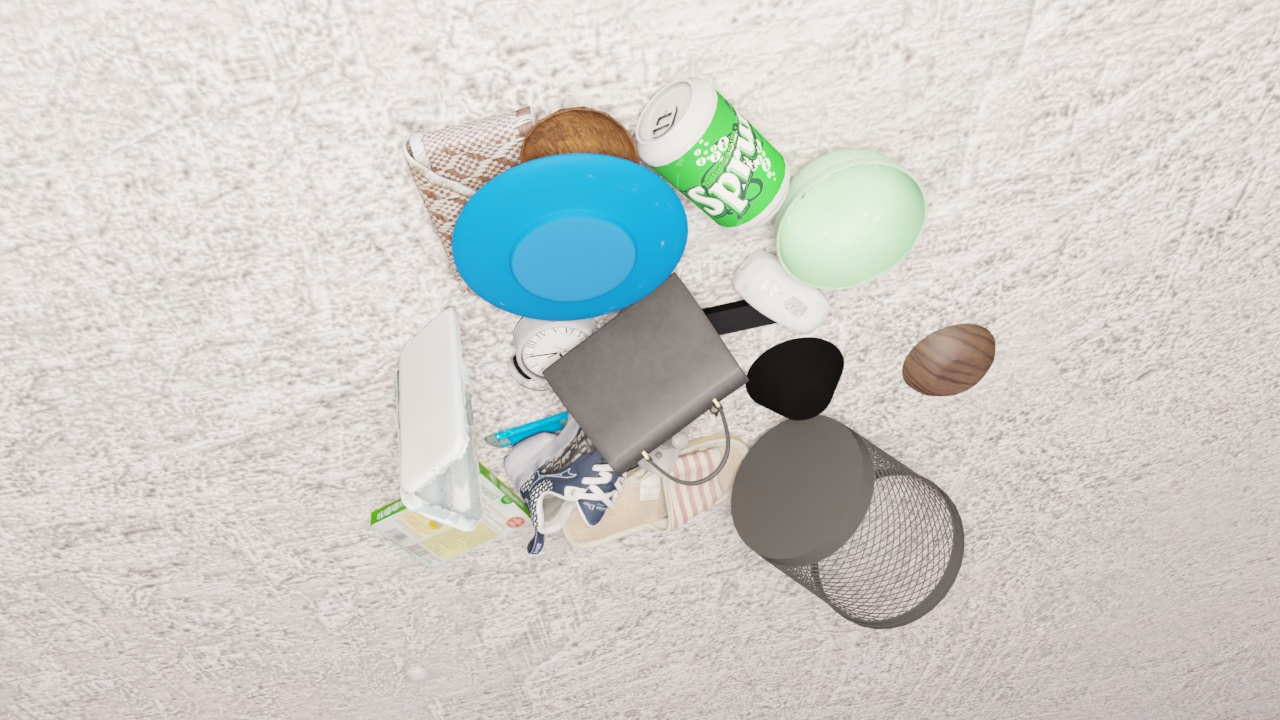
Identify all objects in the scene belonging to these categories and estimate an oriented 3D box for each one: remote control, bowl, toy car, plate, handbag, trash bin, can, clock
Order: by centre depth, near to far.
[{"bbox_3d":[-0.054,-0.182,0.816,0.102,0.026,0.114,-19,137,10],"label":"bowl"},{"bbox_3d":[0.068,-0.186,0.839,0.088,0.087,0.140,-38,130,24],"label":"can"},{"bbox_3d":[-0.064,-0.102,0.868,0.224,0.024,0.225,-7,144,-5],"label":"plate"},{"bbox_3d":[-0.136,-0.141,0.869,0.124,0.047,0.186,-14,135,0],"label":"handbag"},{"bbox_3d":[0.199,-0.150,0.911,0.151,0.077,0.151,-6,135,-7],"label":"bowl"},{"bbox_3d":[0.025,0.042,0.943,0.176,0.195,0.072,-37,150,4],"label":"handbag"},{"bbox_3d":[0.155,-0.073,0.997,0.114,0.028,0.060,29,112,-21],"label":"remote control"},{"bbox_3d":[-0.097,-0.009,1.015,0.094,0.035,0.123,16,128,-25],"label":"clock"},{"bbox_3d":[0.129,-0.054,1.035,0.150,0.013,0.034,-12,131,0],"label":"remote control"},{"bbox_3d":[0.073,0.029,1.091,0.039,0.039,0.113,0,137,18],"label":"toy car"},{"bbox_3d":[0.194,0.035,1.109,0.124,0.052,0.124,-6,135,-6],"label":"bowl"},{"bbox_3d":[0.389,0.009,1.141,0.119,0.032,0.119,-6,135,-6],"label":"bowl"},{"bbox_3d":[0.258,0.201,1.171,0.218,0.217,0.227,-37,130,23],"label":"trash bin"}]

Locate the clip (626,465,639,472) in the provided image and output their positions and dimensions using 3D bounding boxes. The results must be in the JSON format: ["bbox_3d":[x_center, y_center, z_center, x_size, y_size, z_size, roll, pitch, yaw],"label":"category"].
[{"bbox_3d":[-0.009,0.170,1.220,0.122,0.033,0.120,-15,139,2],"label":"clip"}]

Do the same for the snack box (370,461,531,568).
[{"bbox_3d":[-0.245,0.205,1.200,0.168,0.027,0.132,-25,135,12],"label":"snack box"}]

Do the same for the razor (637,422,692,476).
[{"bbox_3d":[0.036,0.092,1.069,0.047,0.116,0.088,24,83,-6],"label":"razor"}]

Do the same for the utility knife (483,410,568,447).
[{"bbox_3d":[-0.084,0.068,1.110,0.220,0.015,0.031,-20,140,6],"label":"utility knife"}]

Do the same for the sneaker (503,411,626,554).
[{"bbox_3d":[-0.051,0.123,1.066,0.270,0.132,0.103,-35,141,30],"label":"sneaker"}]

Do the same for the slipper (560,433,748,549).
[{"bbox_3d":[0.024,0.171,1.167,0.262,0.052,0.115,-20,119,-10],"label":"slipper"}]

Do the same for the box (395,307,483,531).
[{"bbox_3d":[-0.189,0.064,0.945,0.105,0.210,0.129,29,123,-36],"label":"box"}]
